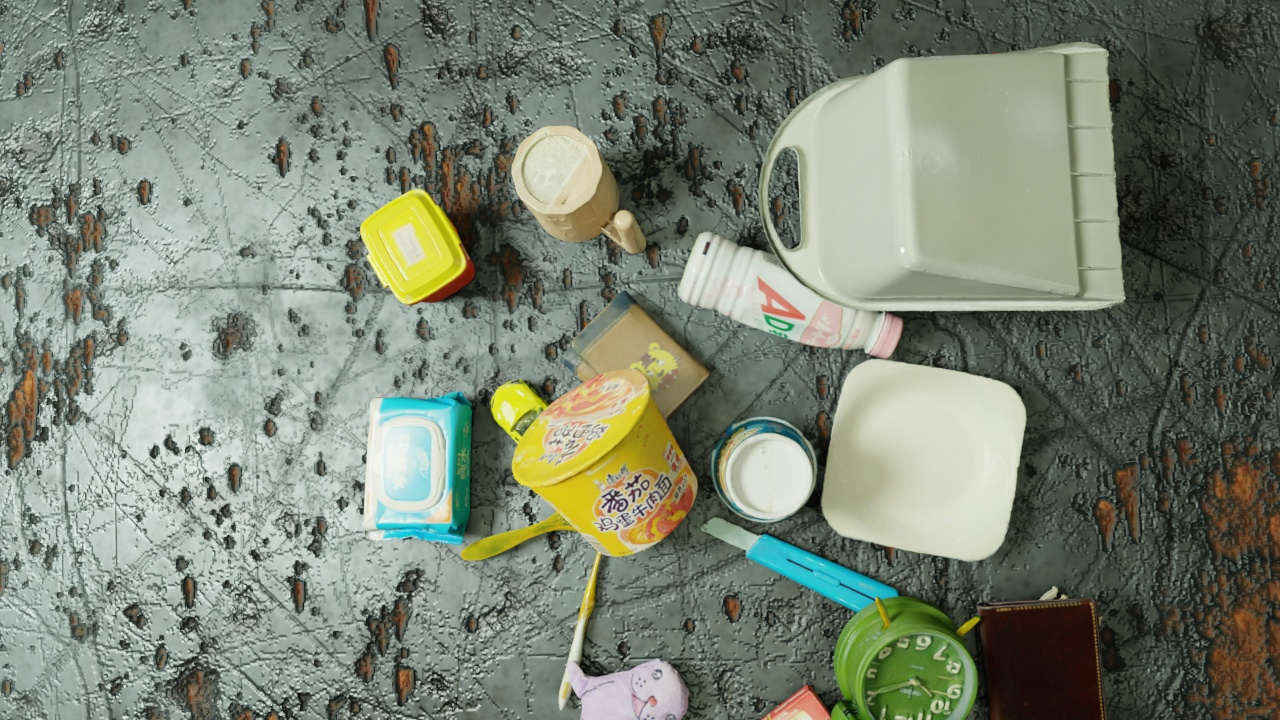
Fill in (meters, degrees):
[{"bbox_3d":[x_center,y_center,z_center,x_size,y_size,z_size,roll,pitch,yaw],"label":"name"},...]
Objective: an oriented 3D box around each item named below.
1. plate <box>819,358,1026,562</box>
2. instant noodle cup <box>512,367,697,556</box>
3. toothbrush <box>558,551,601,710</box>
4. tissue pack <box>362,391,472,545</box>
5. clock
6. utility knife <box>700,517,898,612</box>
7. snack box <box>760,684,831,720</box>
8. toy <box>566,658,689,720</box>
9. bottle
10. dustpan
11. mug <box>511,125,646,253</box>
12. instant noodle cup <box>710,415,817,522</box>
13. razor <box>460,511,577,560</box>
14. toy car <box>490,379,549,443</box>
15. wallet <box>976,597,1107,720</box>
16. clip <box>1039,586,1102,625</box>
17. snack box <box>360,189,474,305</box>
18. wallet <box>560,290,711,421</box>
[{"bbox_3d":[0.249,0.087,0.817,0.164,0.034,0.163,11,88,6],"label":"plate"},{"bbox_3d":[-0.023,0.092,0.787,0.138,0.138,0.110,-35,114,2],"label":"instant noodle cup"},{"bbox_3d":[-0.046,0.230,0.847,0.018,0.016,0.191,15,88,-3],"label":"toothbrush"},{"bbox_3d":[-0.204,0.097,0.845,0.090,0.063,0.140,1,87,5],"label":"tissue pack"},{"bbox_3d":[0.226,0.284,0.787,0.116,0.056,0.161,11,96,-4],"label":"clock"},{"bbox_3d":[0.145,0.186,0.830,0.191,0.018,0.034,23,89,7],"label":"utility knife"},{"bbox_3d":[0.114,0.367,0.818,0.153,0.025,0.075,-38,83,2],"label":"snack box"},{"bbox_3d":[-0.010,0.303,0.827,0.108,0.039,0.084,-12,90,5],"label":"toy"},{"bbox_3d":[0.135,-0.053,0.821,0.197,0.068,0.068,20,89,3],"label":"bottle"},{"bbox_3d":[0.244,-0.146,0.774,0.257,0.143,0.222,0,85,-19],"label":"dustpan"},{"bbox_3d":[-0.051,-0.145,0.824,0.124,0.103,0.084,38,91,7],"label":"mug"},{"bbox_3d":[0.108,0.097,0.792,0.099,0.110,0.099,0,87,5],"label":"instant noodle cup"},{"bbox_3d":[-0.108,0.161,0.853,0.132,0.028,0.043,-20,88,6],"label":"razor"},{"bbox_3d":[-0.097,0.063,0.853,0.048,0.032,0.105,-44,82,2],"label":"toy car"},{"bbox_3d":[0.342,0.262,0.778,0.096,0.020,0.122,-7,96,10],"label":"wallet"},{"bbox_3d":[0.369,0.254,0.797,0.083,0.034,0.104,12,93,7],"label":"clip"},{"bbox_3d":[-0.202,-0.099,0.848,0.082,0.080,0.091,-31,85,2],"label":"snack box"},{"bbox_3d":[-0.005,0.005,0.849,0.115,0.033,0.090,44,90,3],"label":"wallet"}]
